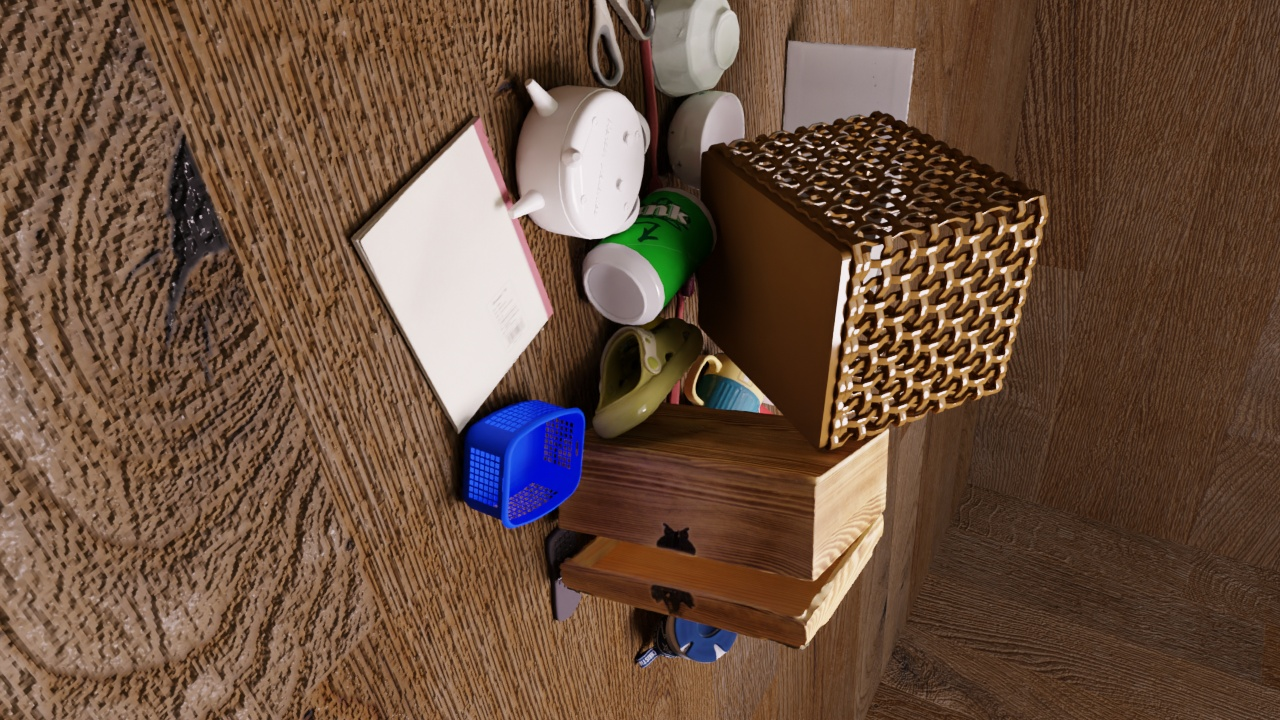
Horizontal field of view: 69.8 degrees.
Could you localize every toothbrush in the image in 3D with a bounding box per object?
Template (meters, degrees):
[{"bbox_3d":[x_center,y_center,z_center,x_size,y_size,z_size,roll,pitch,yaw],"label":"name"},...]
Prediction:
[{"bbox_3d":[0.047,-0.009,1.087,0.016,0.016,0.190,-27,126,-55],"label":"toothbrush"},{"bbox_3d":[0.013,-0.238,0.916,0.015,0.015,0.185,-48,141,-45],"label":"toothbrush"}]

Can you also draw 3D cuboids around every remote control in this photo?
[{"bbox_3d":[-0.080,0.227,0.980,0.046,0.009,0.125,-40,137,-47],"label":"remote control"}]

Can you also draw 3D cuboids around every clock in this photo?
[{"bbox_3d":[-0.041,-0.168,0.785,0.160,0.073,0.125,-8,109,-61],"label":"clock"}]

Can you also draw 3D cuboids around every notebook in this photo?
[{"bbox_3d":[-0.138,-0.063,0.732,0.152,0.012,0.209,-56,147,-33],"label":"notebook"}]

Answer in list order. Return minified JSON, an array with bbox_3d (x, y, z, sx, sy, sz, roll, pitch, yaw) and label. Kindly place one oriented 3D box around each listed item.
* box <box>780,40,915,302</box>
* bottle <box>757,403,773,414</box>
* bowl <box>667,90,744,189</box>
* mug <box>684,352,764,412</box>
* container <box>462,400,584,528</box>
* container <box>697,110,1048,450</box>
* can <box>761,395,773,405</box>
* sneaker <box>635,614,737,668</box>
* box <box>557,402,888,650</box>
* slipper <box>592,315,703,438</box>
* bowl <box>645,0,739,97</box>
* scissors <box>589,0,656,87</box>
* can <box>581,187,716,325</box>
[{"bbox_3d":[0.268,-0.313,1.176,0.119,0.166,0.479,-9,111,-59],"label":"box"},{"bbox_3d":[0.165,0.096,1.305,0.176,0.062,0.062,35,72,-61],"label":"bottle"},{"bbox_3d":[0.065,-0.233,0.971,0.104,0.054,0.105,-40,138,-49],"label":"bowl"},{"bbox_3d":[0.096,0.047,1.149,0.113,0.083,0.107,44,66,-34],"label":"mug"},{"bbox_3d":[-0.106,0.087,0.813,0.114,0.058,0.096,-22,122,-56],"label":"container"},{"bbox_3d":[0.210,-0.090,0.920,0.213,0.251,0.220,-16,128,-19],"label":"container"},{"bbox_3d":[0.202,0.024,1.278,0.086,0.116,0.087,-35,133,-50],"label":"can"},{"bbox_3d":[0.099,0.319,1.255,0.268,0.103,0.133,-38,179,-45],"label":"sneaker"},{"bbox_3d":[0.091,0.146,0.959,0.244,0.280,0.168,-21,111,-57],"label":"box"},{"bbox_3d":[-0.006,0.006,0.949,0.081,0.092,0.190,50,38,-10],"label":"slipper"},{"bbox_3d":[0.059,-0.320,0.911,0.117,0.061,0.117,-36,133,-51],"label":"bowl"},{"bbox_3d":[-0.028,-0.322,0.799,0.153,0.013,0.163,-29,128,-46],"label":"scissors"},{"bbox_3d":[0.010,-0.103,0.898,0.139,0.088,0.088,-50,143,-39],"label":"can"}]
